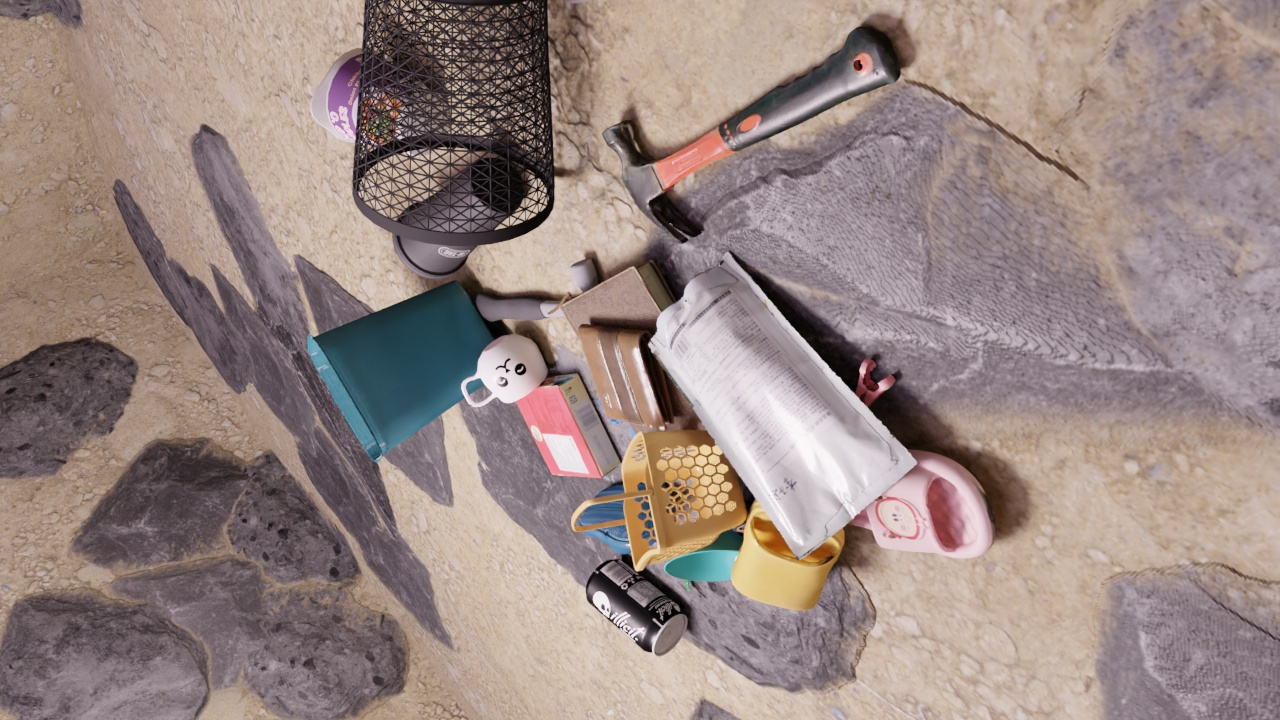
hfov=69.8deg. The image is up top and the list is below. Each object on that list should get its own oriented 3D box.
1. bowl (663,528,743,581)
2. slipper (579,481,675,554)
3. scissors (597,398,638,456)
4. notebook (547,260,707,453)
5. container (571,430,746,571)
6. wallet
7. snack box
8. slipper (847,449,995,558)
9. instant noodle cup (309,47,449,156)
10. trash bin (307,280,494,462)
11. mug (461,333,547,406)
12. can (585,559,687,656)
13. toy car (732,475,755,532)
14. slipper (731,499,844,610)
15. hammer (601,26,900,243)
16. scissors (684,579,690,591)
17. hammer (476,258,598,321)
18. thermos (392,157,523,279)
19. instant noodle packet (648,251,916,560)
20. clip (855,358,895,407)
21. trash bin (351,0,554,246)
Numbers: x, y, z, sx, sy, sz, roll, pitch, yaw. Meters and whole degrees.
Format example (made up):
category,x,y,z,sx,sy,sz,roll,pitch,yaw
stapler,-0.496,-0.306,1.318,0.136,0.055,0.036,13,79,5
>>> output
category,x,y,z,sx,sy,sz,roll,pitch,yaw
bowl,0.088,0.227,1.107,0.121,0.121,0.046,122,151,-56
slipper,-0.014,0.208,1.219,0.059,0.103,0.214,43,160,-18
scissors,-0.011,0.071,1.164,0.125,0.013,0.130,35,144,33
notebook,-0.005,0.006,1.042,0.191,0.034,0.215,-20,103,47
container,0.009,0.150,0.980,0.184,0.167,0.129,112,148,-70
wallet,-0.016,0.018,1.015,0.099,0.026,0.121,7,124,42
snack box,-0.107,0.092,1.284,0.145,0.040,0.142,-6,112,56
slipper,0.228,0.132,0.851,0.222,0.055,0.107,4,122,54
instant noodle cup,-0.317,-0.312,1.148,0.122,0.136,0.122,27,129,25
trash bin,-0.333,0.008,1.328,0.196,0.218,0.199,60,158,-3
mug,-0.192,0.016,1.261,0.076,0.124,0.090,56,-175,-18
can,-0.008,0.360,1.343,0.146,0.080,0.080,31,140,35
toy car,0.119,0.117,0.969,0.190,0.056,0.081,104,156,-57
slipper,0.148,0.224,0.968,0.099,0.078,0.264,14,151,6
hammer,0.086,-0.195,0.786,0.334,0.033,0.133,-16,103,56
scissors,0.061,0.266,1.235,0.117,0.012,0.130,15,128,47
hammer,-0.133,-0.064,1.195,0.311,0.029,0.125,4,120,53
thermos,-0.230,-0.182,1.165,0.219,0.105,0.106,-21,100,53
instant noodle packet,0.121,0.037,0.868,0.147,0.057,0.269,-49,65,27
clip,0.209,0.026,0.820,0.050,0.023,0.059,19,127,46
trash bin,-0.186,-0.278,0.929,0.217,0.216,0.244,37,136,29
